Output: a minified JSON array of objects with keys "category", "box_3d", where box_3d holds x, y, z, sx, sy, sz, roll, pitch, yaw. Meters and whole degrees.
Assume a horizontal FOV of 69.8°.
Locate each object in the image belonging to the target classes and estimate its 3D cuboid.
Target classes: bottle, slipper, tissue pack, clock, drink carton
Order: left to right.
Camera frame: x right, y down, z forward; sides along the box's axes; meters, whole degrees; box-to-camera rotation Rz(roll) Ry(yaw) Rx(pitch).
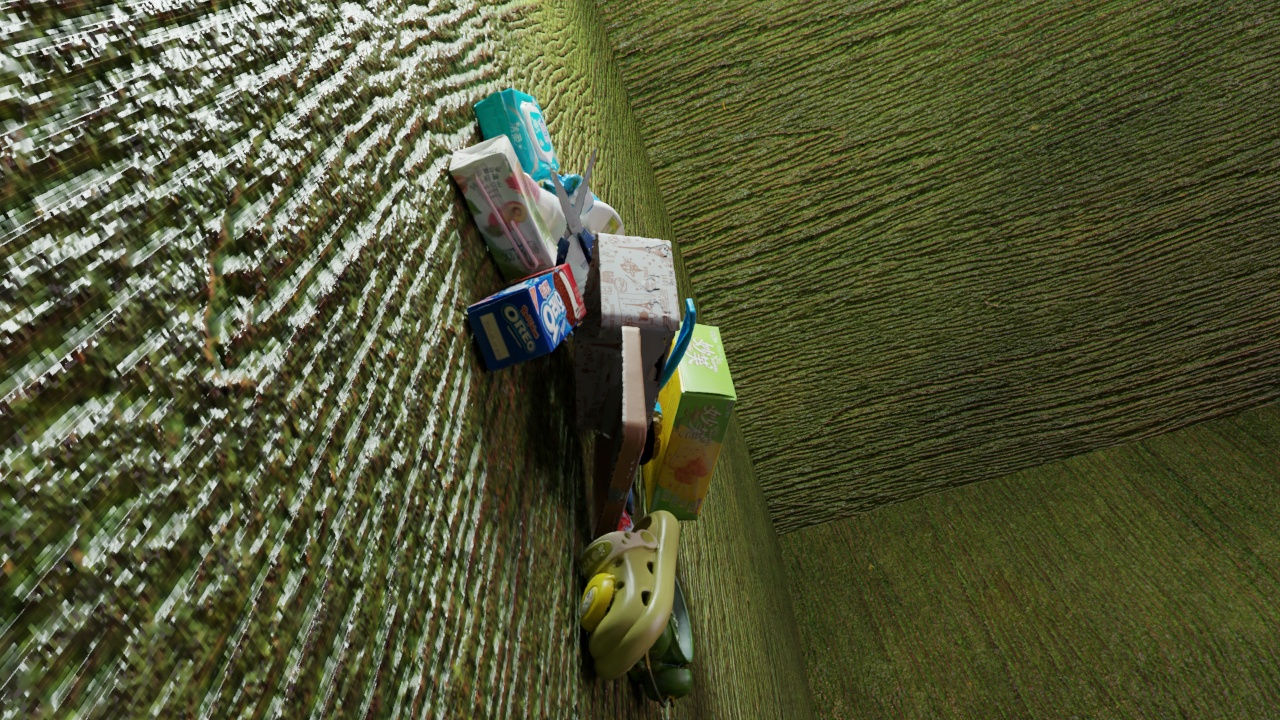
[{"category":"drink carton","box_3d":[-0.120,-0.132,0.819,0.045,0.053,0.122,-91,162,-54]},{"category":"tissue pack","box_3d":[-0.129,-0.234,0.969,0.133,0.050,0.093,-69,142,-76]},{"category":"bottle","box_3d":[-0.091,-0.129,0.967,0.197,0.068,0.068,51,24,-61]},{"category":"slipper","box_3d":[-0.019,0.192,0.806,0.081,0.092,0.190,32,28,-6]},{"category":"clock","box_3d":[0.012,0.262,0.891,0.161,0.056,0.116,-91,161,-59]}]

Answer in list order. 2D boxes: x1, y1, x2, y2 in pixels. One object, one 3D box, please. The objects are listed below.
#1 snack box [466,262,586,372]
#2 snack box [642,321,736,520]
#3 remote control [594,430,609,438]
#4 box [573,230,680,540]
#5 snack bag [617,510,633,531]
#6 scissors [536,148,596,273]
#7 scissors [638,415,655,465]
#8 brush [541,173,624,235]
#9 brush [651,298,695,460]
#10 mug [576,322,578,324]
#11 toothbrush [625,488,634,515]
[{"category":"snack box","box_3d":[-0.093,-0.041,0.802,0.207,0.057,0.058,-68,139,-77]},{"category":"snack box","box_3d":[0.055,0.078,1.174,0.157,0.070,0.210,-97,-163,-54]},{"category":"remote control","box_3d":[-0.038,0.079,1.048,0.056,0.019,0.135,47,28,-72]},{"category":"box","box_3d":[-0.018,0.024,0.889,0.177,0.082,0.259,105,-14,-47]},{"category":"snack bag","box_3d":[-0.014,0.191,0.964,0.045,0.026,0.105,-101,172,-52]},{"category":"scissors","box_3d":[-0.067,-0.125,0.925,0.012,0.162,0.174,29,-3,29]},{"category":"scissors","box_3d":[0.002,0.008,1.051,0.148,0.021,0.235,-134,-130,-56]},{"category":"brush","box_3d":[-0.072,-0.182,1.059,0.109,0.060,0.314,37,1,15]},{"category":"brush","box_3d":[0.025,0.028,1.078,0.083,0.045,0.255,-102,-156,-43]},{"category":"mug","box_3d":[-0.042,-0.050,1.108,0.123,0.078,0.078,50,24,-57]},{"category":"toothbrush","box_3d":[-0.024,0.103,1.116,0.016,0.014,0.189,103,-19,-55]}]
